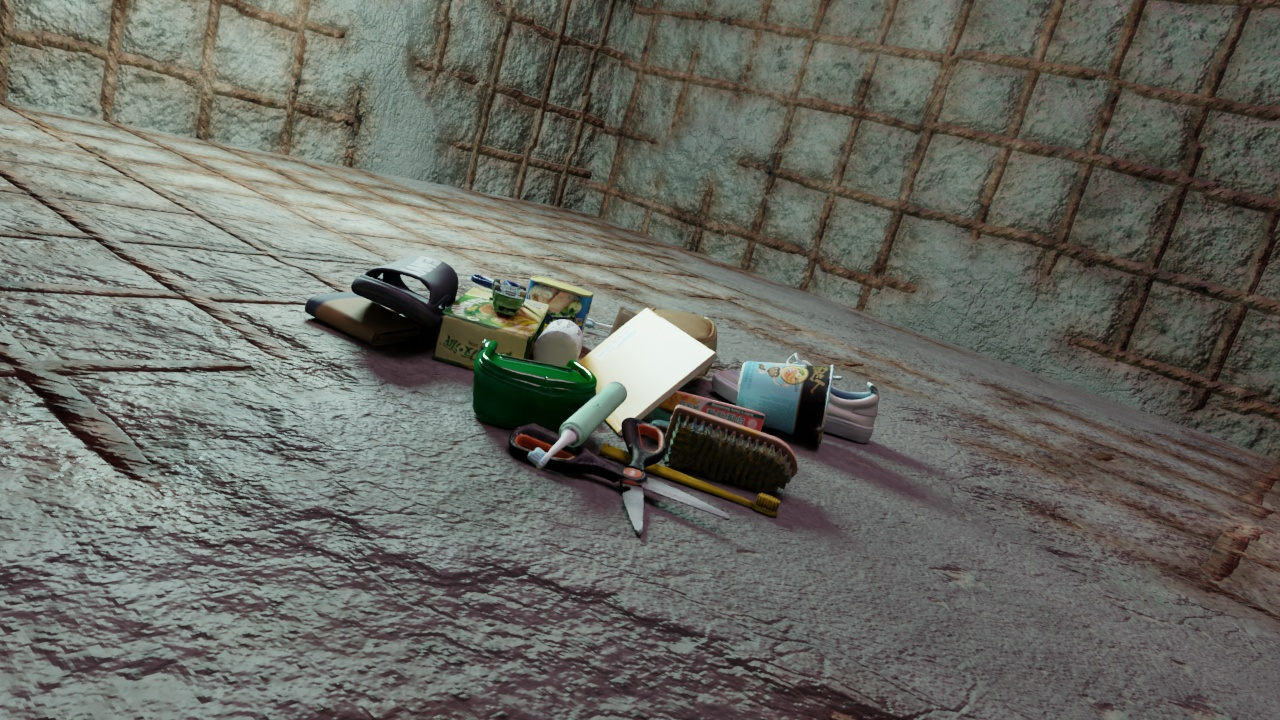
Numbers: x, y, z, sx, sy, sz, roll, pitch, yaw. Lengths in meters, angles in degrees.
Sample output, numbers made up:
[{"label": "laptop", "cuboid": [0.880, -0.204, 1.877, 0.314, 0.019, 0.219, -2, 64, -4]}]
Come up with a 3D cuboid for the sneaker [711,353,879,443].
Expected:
[{"label": "sneaker", "cuboid": [0.226, 0.041, 1.320, 0.242, 0.091, 0.089, 16, 12, 4]}]

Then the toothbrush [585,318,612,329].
[{"label": "toothbrush", "cuboid": [0.004, -0.043, 1.554, 0.221, 0.027, 0.026, 12, 35, -17]}]

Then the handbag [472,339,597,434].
[{"label": "handbag", "cuboid": [-0.116, 0.024, 0.983, 0.131, 0.068, 0.120, 10, 23, -18]}]

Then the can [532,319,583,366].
[{"label": "can", "cuboid": [-0.107, -0.020, 1.215, 0.058, 0.058, 0.146, 15, 8, -3]}]

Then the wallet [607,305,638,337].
[{"label": "wallet", "cuboid": [-0.002, -0.010, 1.225, 0.125, 0.101, 0.032, 27, 8, 41]}]

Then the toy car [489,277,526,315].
[{"label": "toy car", "cuboid": [-0.172, -0.082, 1.180, 0.043, 0.036, 0.091, 13, 14, -11]}]

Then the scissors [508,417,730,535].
[{"label": "scissors", "cuboid": [-0.020, 0.100, 0.876, 0.221, 0.022, 0.234, 13, 19, 2]}]

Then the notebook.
[{"label": "notebook", "cuboid": [-0.007, 0.007, 1.116, 0.010, 0.145, 0.206, 54, -8, -28]}]

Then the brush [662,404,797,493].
[{"label": "brush", "cuboid": [0.099, 0.095, 0.984, 0.145, 0.063, 0.073, 17, 23, -1]}]

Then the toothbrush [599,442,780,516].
[{"label": "toothbrush", "cuboid": [0.049, 0.118, 0.927, 0.190, 0.017, 0.015, 18, 13, 11]}]

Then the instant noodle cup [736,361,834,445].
[{"label": "instant noodle cup", "cuboid": [0.190, 0.049, 1.228, 0.120, 0.111, 0.111, 10, 11, 10]}]

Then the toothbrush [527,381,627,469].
[{"label": "toothbrush", "cuboid": [-0.057, 0.062, 0.885, 0.027, 0.026, 0.224, 37, 22, 4]}]

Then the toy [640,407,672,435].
[{"label": "toy", "cuboid": [0.020, 0.071, 1.062, 0.092, 0.030, 0.096, 20, 4, 28]}]

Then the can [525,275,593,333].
[{"label": "can", "cuboid": [-0.129, -0.075, 1.395, 0.102, 0.083, 0.057, 17, 12, 4]}]

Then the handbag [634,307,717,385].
[{"label": "handbag", "cuboid": [0.038, -0.020, 1.350, 0.148, 0.100, 0.204, 10, 12, 7]}]

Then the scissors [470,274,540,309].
[{"label": "scissors", "cuboid": [-0.176, -0.095, 1.298, 0.171, 0.012, 0.140, 22, 13, 28]}]

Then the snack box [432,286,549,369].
[{"label": "snack box", "cuboid": [-0.192, -0.042, 1.218, 0.114, 0.063, 0.240, 15, 13, -4]}]

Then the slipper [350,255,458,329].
[{"label": "slipper", "cuboid": [-0.288, -0.096, 1.176, 0.110, 0.083, 0.268, 23, -1, -1]}]

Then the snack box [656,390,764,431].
[{"label": "snack box", "cuboid": [0.070, 0.058, 1.146, 0.155, 0.027, 0.077, 15, -4, -6]}]

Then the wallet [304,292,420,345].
[{"label": "wallet", "cuboid": [-0.345, -0.052, 1.144, 0.115, 0.033, 0.090, 22, 16, 22]}]
